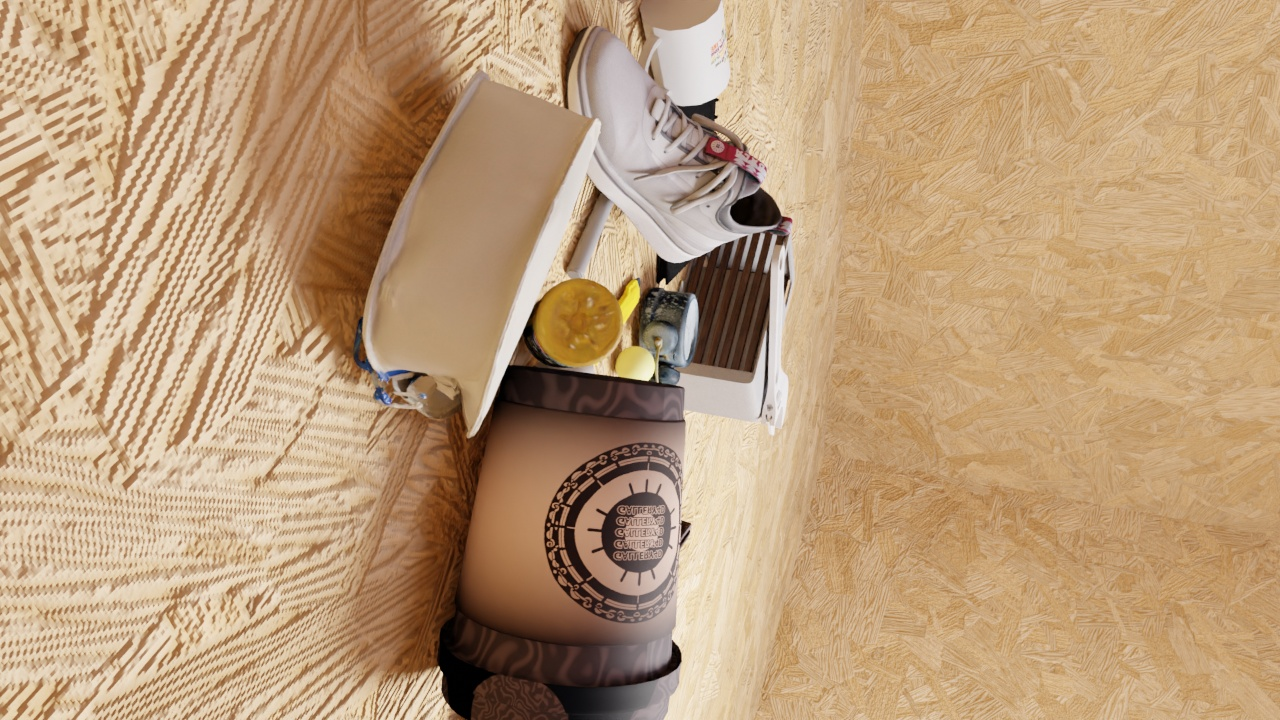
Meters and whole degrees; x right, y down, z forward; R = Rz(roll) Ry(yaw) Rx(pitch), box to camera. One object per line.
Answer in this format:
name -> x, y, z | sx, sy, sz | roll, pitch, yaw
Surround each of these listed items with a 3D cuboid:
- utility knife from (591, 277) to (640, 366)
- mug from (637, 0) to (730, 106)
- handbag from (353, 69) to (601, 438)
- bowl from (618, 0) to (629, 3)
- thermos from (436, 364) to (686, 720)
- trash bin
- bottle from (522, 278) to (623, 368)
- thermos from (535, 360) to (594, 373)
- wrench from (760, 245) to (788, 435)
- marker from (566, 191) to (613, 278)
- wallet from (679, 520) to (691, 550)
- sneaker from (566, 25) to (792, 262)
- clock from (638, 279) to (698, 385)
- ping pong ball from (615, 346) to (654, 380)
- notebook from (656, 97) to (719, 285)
utility knife -> -0.032, -0.026, 0.866 | 0.206, 0.018, 0.030 | -64, 151, -56
mug -> 0.034, -0.290, 0.862 | 0.105, 0.073, 0.090 | -46, 151, -17
handbag -> -0.098, -0.054, 0.549 | 0.200, 0.093, 0.200 | 111, -2, -61
bowl -> 0.001, -0.360, 0.777 | 0.102, 0.026, 0.114 | 80, 26, -48
thermos -> -0.046, 0.123, 0.645 | 0.172, 0.173, 0.226 | 5, 92, -73
trash bin -> 0.117, -0.055, 1.169 | 0.114, 0.114, 0.228 | 67, 37, -61
bottle -> -0.053, -0.022, 0.628 | 0.186, 0.053, 0.053 | 179, -78, -79
thermos -> -0.073, 0.108, 0.746 | 0.052, 0.052, 0.224 | -17, 116, -71
wrench -> 0.168, -0.022, 1.124 | 0.086, 0.018, 0.274 | -59, 152, -51
marker -> -0.036, -0.128, 0.802 | 0.016, 0.016, 0.140 | 74, 30, -55
wallet -> -0.009, 0.171, 0.912 | 0.119, 0.099, 0.031 | -26, 131, -69
sneaker -> 0.034, -0.176, 0.778 | 0.263, 0.129, 0.096 | 48, 49, -47
clock -> 0.027, -0.025, 0.993 | 0.090, 0.052, 0.129 | 83, 20, -44
ping pong ball -> -0.005, 0.005, 0.931 | 0.040, 0.040, 0.040 | 10, 89, -73
notebook -> 0.055, -0.223, 1.043 | 0.168, 0.019, 0.232 | -49, 145, -57
